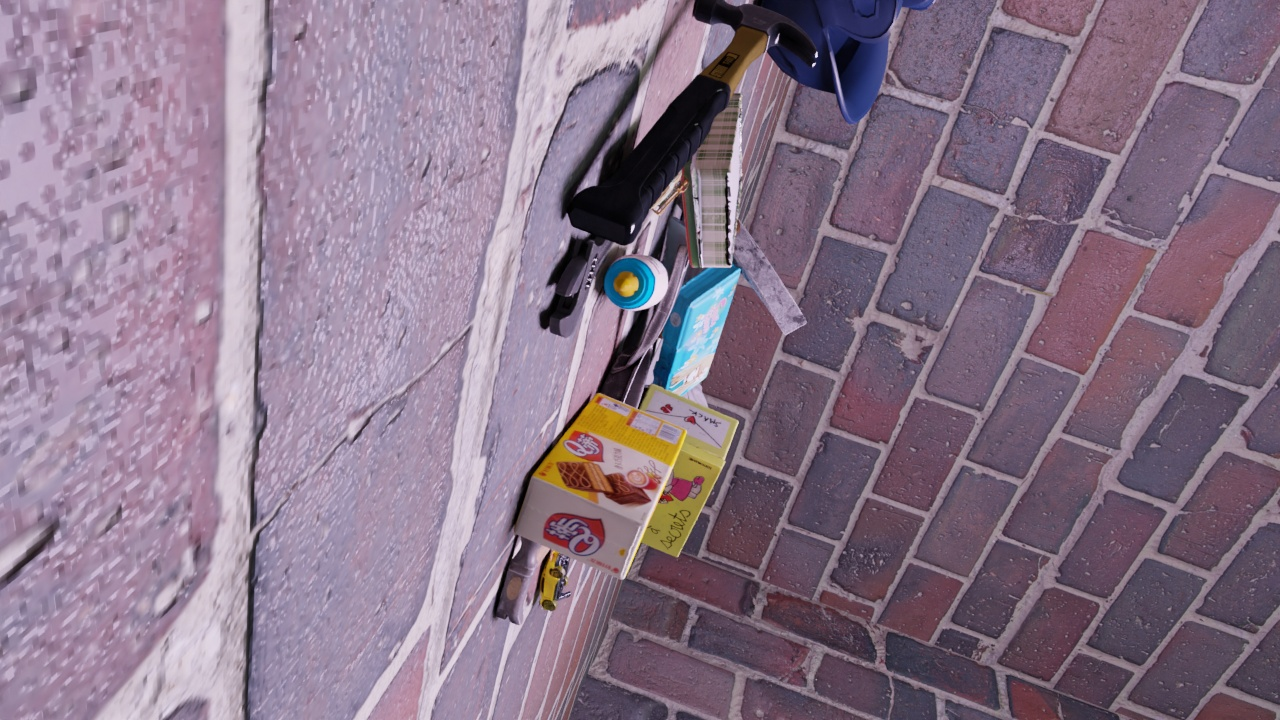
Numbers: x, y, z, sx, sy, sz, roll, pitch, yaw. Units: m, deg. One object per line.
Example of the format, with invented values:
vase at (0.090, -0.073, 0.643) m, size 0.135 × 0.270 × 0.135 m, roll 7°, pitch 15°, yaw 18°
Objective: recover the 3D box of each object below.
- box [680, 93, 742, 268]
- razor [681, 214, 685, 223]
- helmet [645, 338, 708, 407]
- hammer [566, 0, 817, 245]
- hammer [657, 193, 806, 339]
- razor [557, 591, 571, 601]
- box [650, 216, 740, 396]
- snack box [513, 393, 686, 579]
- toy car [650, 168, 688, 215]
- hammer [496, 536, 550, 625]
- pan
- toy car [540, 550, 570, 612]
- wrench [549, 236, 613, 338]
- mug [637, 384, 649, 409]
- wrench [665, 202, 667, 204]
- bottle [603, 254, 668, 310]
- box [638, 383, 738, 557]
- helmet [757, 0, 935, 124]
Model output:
box at (0.077, -0.189, 0.945) m, size 0.205 × 0.049 × 0.118 m, roll -76°, pitch 166°, yaw -51°
razor at (0.076, -0.173, 1.251) m, size 0.157 × 0.057 × 0.060 m, roll 115°, pitch -28°, yaw -46°
helmet at (0.049, 0.082, 1.490) m, size 0.272 × 0.118 × 0.182 m, roll 104°, pitch 8°, yaw -54°
hammer at (0.044, -0.192, 0.695) m, size 0.025 × 0.118 × 0.331 m, roll 99°, pitch 17°, yaw -47°
hammer at (0.089, -0.072, 1.211) m, size 0.037 × 0.217 × 0.301 m, roll -28°, pitch 166°, yaw -25°
razor at (-0.100, 0.251, 1.159) m, size 0.042 × 0.022 × 0.144 m, roll -13°, pitch 127°, yaw -38°
box at (0.036, -0.058, 1.161) m, size 0.097 × 0.121 × 0.227 m, roll -35°, pitch 156°, yaw -28°
snack box at (-0.032, 0.112, 0.892) m, size 0.229 × 0.110 × 0.062 m, roll -54°, pitch 166°, yaw -69°
toy car at (0.009, -0.139, 0.712) m, size 0.047 × 0.047 × 0.111 m, roll -44°, pitch -170°, yaw 34°
hammer at (-0.095, 0.183, 0.998) m, size 0.330 × 0.031 × 0.119 m, roll -55°, pitch 164°, yaw -79°
pan at (-0.006, 0.006, 1.047) m, size 0.186 × 0.055 × 0.358 m, roll -64°, pitch 171°, yaw -46°
toy car at (-0.102, 0.259, 1.103) m, size 0.049 × 0.030 × 0.107 m, roll -64°, pitch 169°, yaw -55°
wrench at (-0.024, -0.102, 0.736) m, size 0.272 × 0.018 × 0.073 m, roll -65°, pitch 172°, yaw -54°
mug at (-0.011, 0.100, 1.262) m, size 0.117 × 0.082 × 0.098 m, roll -39°, pitch 163°, yaw -18°
wrench at (0.051, -0.221, 1.020) m, size 0.272 × 0.018 × 0.084 m, roll -51°, pitch 159°, yaw -73°
bottle at (-0.006, -0.070, 0.830) m, size 0.146 × 0.051 × 0.051 m, roll -35°, pitch 144°, yaw -80°
box at (0.027, 0.142, 1.123) m, size 0.222 × 0.124 × 0.080 m, roll 112°, pitch 4°, yaw -47°
helmet at (0.271, -0.457, 1.237) m, size 0.231 × 0.224 × 0.272 m, roll -43°, pitch 125°, yaw -47°
